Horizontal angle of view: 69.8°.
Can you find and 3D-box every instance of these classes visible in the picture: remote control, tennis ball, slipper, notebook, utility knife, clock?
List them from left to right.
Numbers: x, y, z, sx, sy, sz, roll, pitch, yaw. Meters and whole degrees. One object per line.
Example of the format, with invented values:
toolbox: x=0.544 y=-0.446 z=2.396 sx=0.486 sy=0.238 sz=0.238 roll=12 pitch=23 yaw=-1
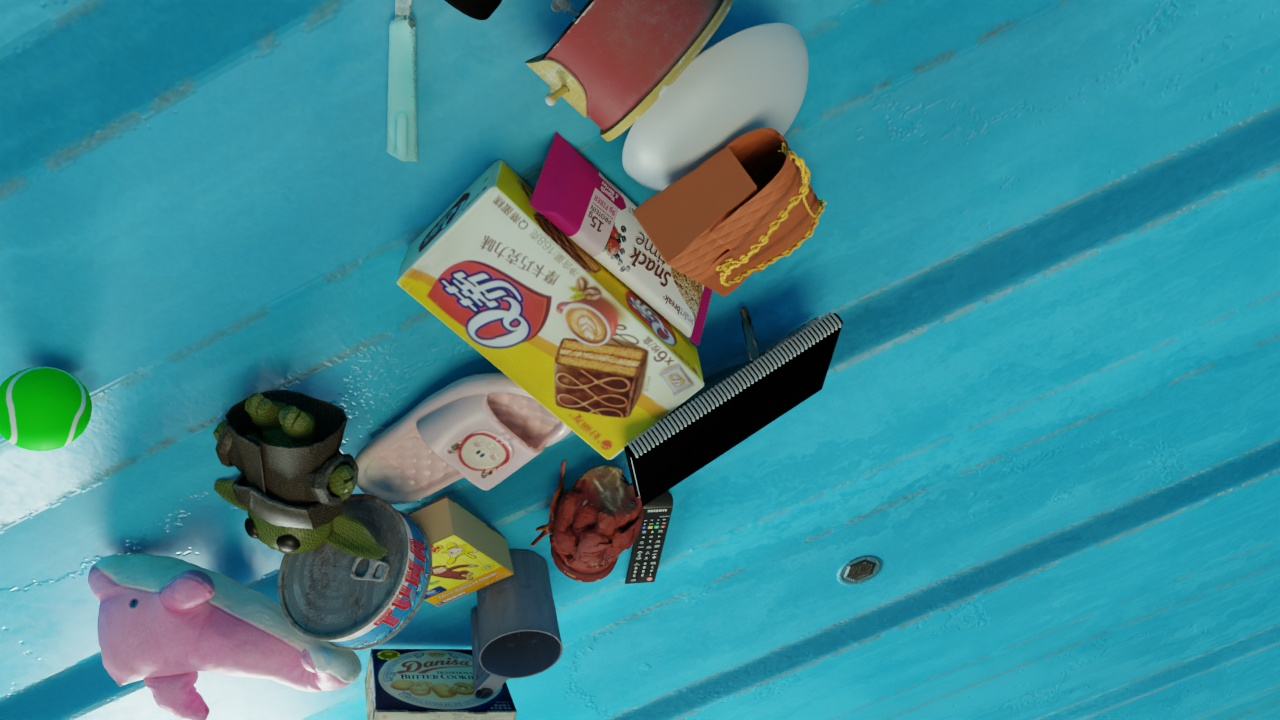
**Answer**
tennis ball: x=-0.460 y=0.037 z=0.706 sx=0.065 sy=0.065 sz=0.065 roll=-7 pitch=131 yaw=-8
utility knife: x=-0.157 y=-0.206 z=0.608 sx=0.022 sy=0.015 sz=0.166 roll=0 pitch=131 yaw=-15
slipper: x=-0.162 y=0.075 z=0.811 sx=0.222 sy=0.055 sz=0.107 roll=-25 pitch=131 yaw=19
clock: x=-0.002 y=-0.221 z=0.569 sx=0.081 sy=0.117 sz=0.159 roll=40 pitch=105 yaw=-17
remote control: x=0.008 y=0.195 z=0.988 sx=0.033 sy=0.015 sz=0.147 roll=0 pitch=129 yaw=-14
notebook: x=0.080 y=0.047 z=0.797 sx=0.206 sy=0.016 sz=0.149 roll=-32 pitch=158 yaw=-10

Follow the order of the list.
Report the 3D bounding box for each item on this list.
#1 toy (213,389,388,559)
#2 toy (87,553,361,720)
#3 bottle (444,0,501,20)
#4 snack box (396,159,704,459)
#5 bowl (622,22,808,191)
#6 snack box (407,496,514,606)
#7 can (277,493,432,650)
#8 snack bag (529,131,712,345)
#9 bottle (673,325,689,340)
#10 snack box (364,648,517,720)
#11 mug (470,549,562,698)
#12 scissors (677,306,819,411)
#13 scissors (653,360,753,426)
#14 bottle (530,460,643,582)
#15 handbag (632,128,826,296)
toy: x=-0.296 y=0.095 z=0.769 sx=0.179 sy=0.078 sz=0.153 roll=18 pitch=121 yaw=16
toy: x=-0.393 y=0.265 z=0.844 sx=0.265 sy=0.127 sz=0.187 roll=20 pitch=158 yaw=-1
bottle: x=-0.061 y=-0.289 z=0.534 sx=0.059 sy=0.059 sz=0.182 roll=29 pitch=117 yaw=-32
snack box: x=-0.066 y=-0.033 z=0.718 sx=0.110 sy=0.061 sz=0.230 roll=-39 pitch=115 yaw=18
bowl: x=0.061 y=-0.160 z=0.632 sx=0.149 sy=0.043 sz=0.150 roll=-31 pitch=166 yaw=-9
snack box: x=-0.194 y=0.189 z=0.896 sx=0.088 sy=0.040 sz=0.126 roll=-24 pitch=146 yaw=7
can: x=-0.253 y=0.187 z=0.815 sx=0.130 sy=0.129 sz=0.044 roll=-25 pitch=147 yaw=7
snack bag: x=-0.006 y=-0.090 z=0.715 sx=0.016 sy=0.070 sz=0.196 roll=-11 pitch=142 yaw=42
bottle: x=-0.005 y=0.005 z=0.806 sx=0.136 sy=0.044 sz=0.044 roll=-38 pitch=128 yaw=18
snack box: x=-0.219 y=0.360 z=0.987 sx=0.144 sy=0.145 sz=0.042 roll=7 pitch=97 yaw=-20
mug: x=-0.140 y=0.275 z=0.960 sx=0.083 sy=0.103 sz=0.124 roll=23 pitch=121 yaw=-30
scissors: x=0.096 y=0.012 z=0.857 sx=0.175 sy=0.014 sz=0.141 roll=-33 pitch=132 yaw=16
scissors: x=0.052 y=0.039 z=0.850 sx=0.154 sy=0.019 sz=0.125 roll=10 pitch=132 yaw=-27
bottle: x=-0.051 y=0.158 z=0.899 sx=0.099 sy=0.098 sz=0.111 roll=4 pitch=138 yaw=-17
handbag: x=0.078 y=-0.100 z=0.669 sx=0.109 sy=0.060 sz=0.171 roll=-36 pitch=167 yaw=13
